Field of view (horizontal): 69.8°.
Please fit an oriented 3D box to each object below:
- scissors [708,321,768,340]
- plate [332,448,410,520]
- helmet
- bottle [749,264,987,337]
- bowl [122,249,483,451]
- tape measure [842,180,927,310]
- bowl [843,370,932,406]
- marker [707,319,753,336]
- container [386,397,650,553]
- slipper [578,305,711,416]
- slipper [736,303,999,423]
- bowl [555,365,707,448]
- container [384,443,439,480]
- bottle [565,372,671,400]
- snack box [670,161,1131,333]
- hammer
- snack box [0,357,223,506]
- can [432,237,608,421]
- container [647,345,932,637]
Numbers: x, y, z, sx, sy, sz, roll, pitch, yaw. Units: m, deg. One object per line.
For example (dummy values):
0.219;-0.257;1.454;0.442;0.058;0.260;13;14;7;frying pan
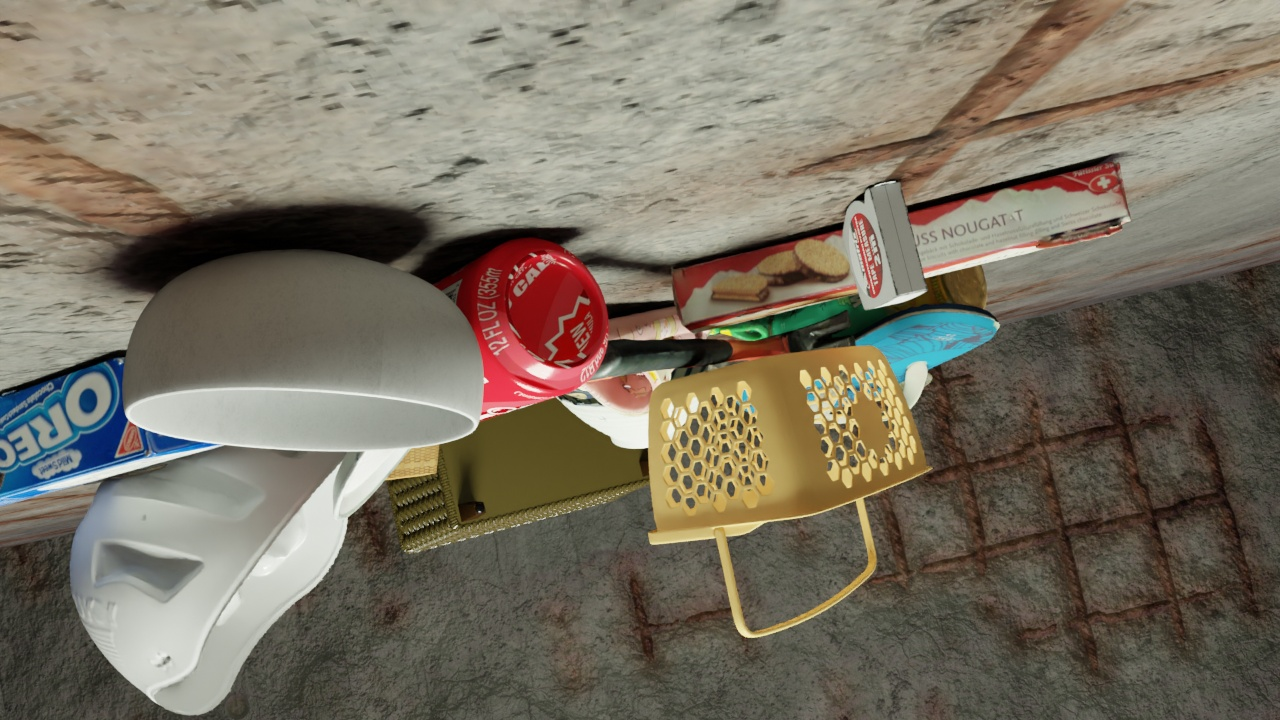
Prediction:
0.059;-0.032;0.842;0.070;0.014;0.131;26;166;-32;scissors
-0.151;0.034;0.590;0.157;0.014;0.157;-56;-179;1;plate
-0.274;0.117;0.637;0.283;0.184;0.223;-25;-152;45;helmet
0.184;-0.043;0.784;0.068;0.068;0.210;-8;173;-43;bottle
-0.130;-0.006;0.367;0.132;0.064;0.132;-1;166;0;bowl
0.133;-0.060;0.502;0.020;0.060;0.062;-12;174;-5;tape measure
0.206;-0.014;0.930;0.160;0.093;0.160;-3;165;-1;bowl
0.056;-0.028;0.916;0.134;0.018;0.015;-12;-165;-10;marker
-0.137;0.113;1.162;0.320;0.176;0.206;-10;171;-32;container
-0.004;0.004;0.737;0.093;0.081;0.196;-18;176;33;slipper
0.186;0.023;0.781;0.118;0.060;0.296;3;163;-22;slipper
0.002;0.044;0.939;0.177;0.071;0.177;-8;-162;2;bowl
-0.247;0.084;0.880;0.113;0.061;0.063;-4;173;-26;container
-0.041;0.005;0.825;0.160;0.056;0.056;-8;173;-41;bottle
0.157;-0.066;0.588;0.273;0.044;0.076;-13;177;8;snack box
0.045;-0.004;0.619;0.133;0.033;0.332;-13;176;29;hammer
-0.346;0.048;0.533;0.227;0.059;0.059;-14;178;23;snack box
-0.081;-0.008;0.462;0.074;0.074;0.143;-9;174;-41;can
0.105;0.082;0.604;0.129;0.167;0.183;-15;173;39;container
